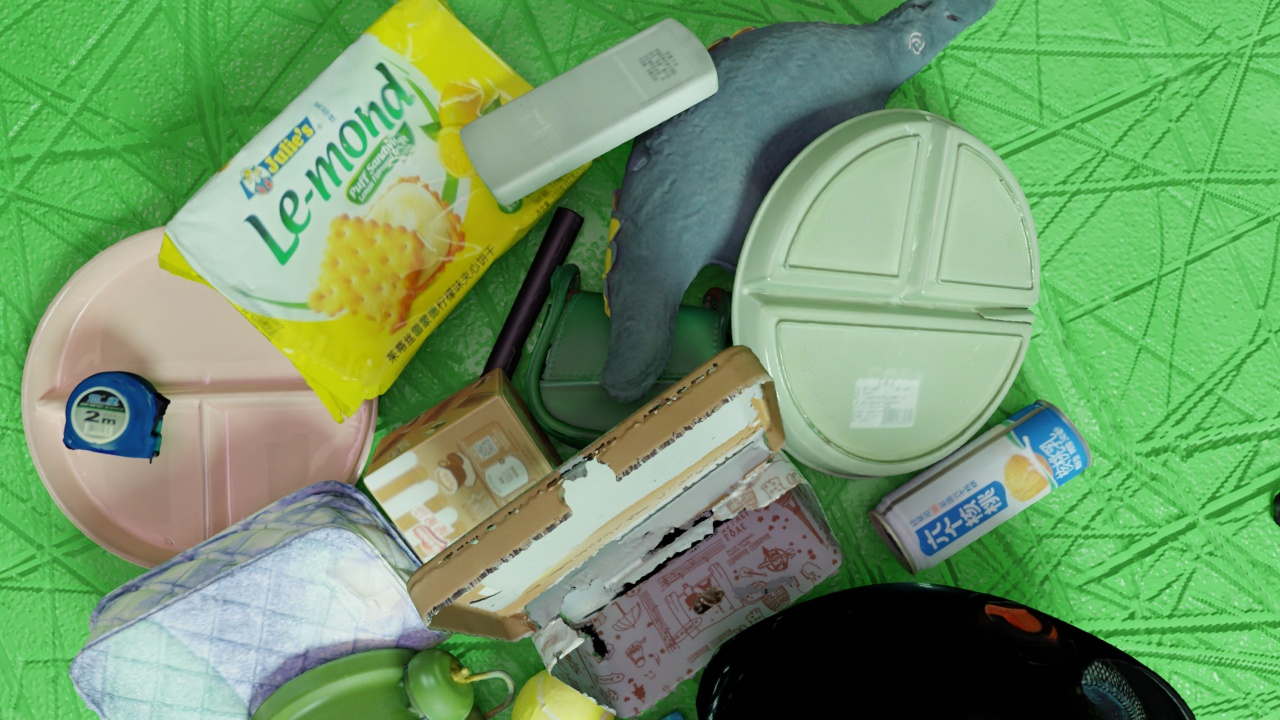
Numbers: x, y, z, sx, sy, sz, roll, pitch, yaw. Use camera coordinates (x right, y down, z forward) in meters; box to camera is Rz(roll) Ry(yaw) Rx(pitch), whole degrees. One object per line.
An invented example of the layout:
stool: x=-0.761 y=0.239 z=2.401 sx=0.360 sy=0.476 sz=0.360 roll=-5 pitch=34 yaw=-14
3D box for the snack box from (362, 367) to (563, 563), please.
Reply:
snack box: x=-0.101 y=0.072 z=0.568 sx=0.094 sy=0.077 sz=0.093 roll=-32 pitch=106 yaw=-1

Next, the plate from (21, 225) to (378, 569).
plate: x=-0.284 y=0.025 z=0.602 sx=0.229 sy=0.028 sz=0.229 roll=0 pitch=90 yaw=0

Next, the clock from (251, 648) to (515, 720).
clock: x=-0.154 y=0.225 z=0.556 sx=0.161 sy=0.116 sz=0.056 roll=-18 pitch=52 yaw=-15

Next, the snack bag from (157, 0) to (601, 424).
snack bag: x=-0.153 y=-0.098 z=0.570 sx=0.158 sy=0.068 sz=0.246 roll=42 pitch=79 yaw=-1

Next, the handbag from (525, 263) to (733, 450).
handbag: x=-0.003 y=0.003 z=0.590 sx=0.131 sy=0.068 sz=0.120 roll=9 pitch=80 yaw=1

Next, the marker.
marker: x=-0.073 y=-0.039 z=0.607 sx=0.020 sy=0.022 sz=0.132 roll=26 pitch=89 yaw=-44

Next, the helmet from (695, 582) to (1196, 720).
helmet: x=0.159 y=0.235 z=0.507 sx=0.274 sy=0.230 sz=0.234 roll=-12 pitch=118 yaw=-19

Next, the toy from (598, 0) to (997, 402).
toy: x=0.073 y=-0.133 z=0.566 sx=0.356 sy=0.091 sz=0.138 roll=-44 pitch=64 yaw=-9

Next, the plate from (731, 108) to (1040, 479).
plate: x=0.159 y=-0.035 z=0.556 sx=0.229 sy=0.027 sz=0.230 roll=-5 pitch=103 yaw=-24

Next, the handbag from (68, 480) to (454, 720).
handbag: x=-0.227 y=0.164 z=0.565 sx=0.194 sy=0.075 sz=0.134 roll=-27 pitch=119 yaw=0

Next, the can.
can: x=0.217 y=0.082 z=0.593 sx=0.134 sy=0.053 sz=0.053 roll=-32 pitch=90 yaw=-1

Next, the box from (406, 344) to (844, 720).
box: x=0.003 y=0.089 z=0.488 sx=0.178 sy=0.262 sz=0.088 roll=-36 pitch=53 yaw=-1

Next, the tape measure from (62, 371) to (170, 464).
tape measure: x=-0.327 y=0.034 z=0.575 sx=0.058 sy=0.025 sz=0.054 roll=9 pitch=87 yaw=-4

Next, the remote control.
remote control: x=-0.029 y=-0.145 z=0.532 sx=0.150 sy=0.021 sz=0.058 roll=-29 pitch=63 yaw=-4

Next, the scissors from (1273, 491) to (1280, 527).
scissors: x=0.513 y=0.123 z=0.618 sx=0.177 sy=0.014 sz=0.159 roll=32 pitch=91 yaw=-3

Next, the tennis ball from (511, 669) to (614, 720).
tennis ball: x=-0.049 y=0.227 z=0.582 sx=0.065 sy=0.065 sz=0.065 roll=0 pitch=89 yaw=-1

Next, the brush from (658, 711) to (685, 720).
brush: x=-0.078 y=0.304 z=0.599 sx=0.254 sy=0.046 sz=0.083 roll=-30 pitch=86 yaw=-5
